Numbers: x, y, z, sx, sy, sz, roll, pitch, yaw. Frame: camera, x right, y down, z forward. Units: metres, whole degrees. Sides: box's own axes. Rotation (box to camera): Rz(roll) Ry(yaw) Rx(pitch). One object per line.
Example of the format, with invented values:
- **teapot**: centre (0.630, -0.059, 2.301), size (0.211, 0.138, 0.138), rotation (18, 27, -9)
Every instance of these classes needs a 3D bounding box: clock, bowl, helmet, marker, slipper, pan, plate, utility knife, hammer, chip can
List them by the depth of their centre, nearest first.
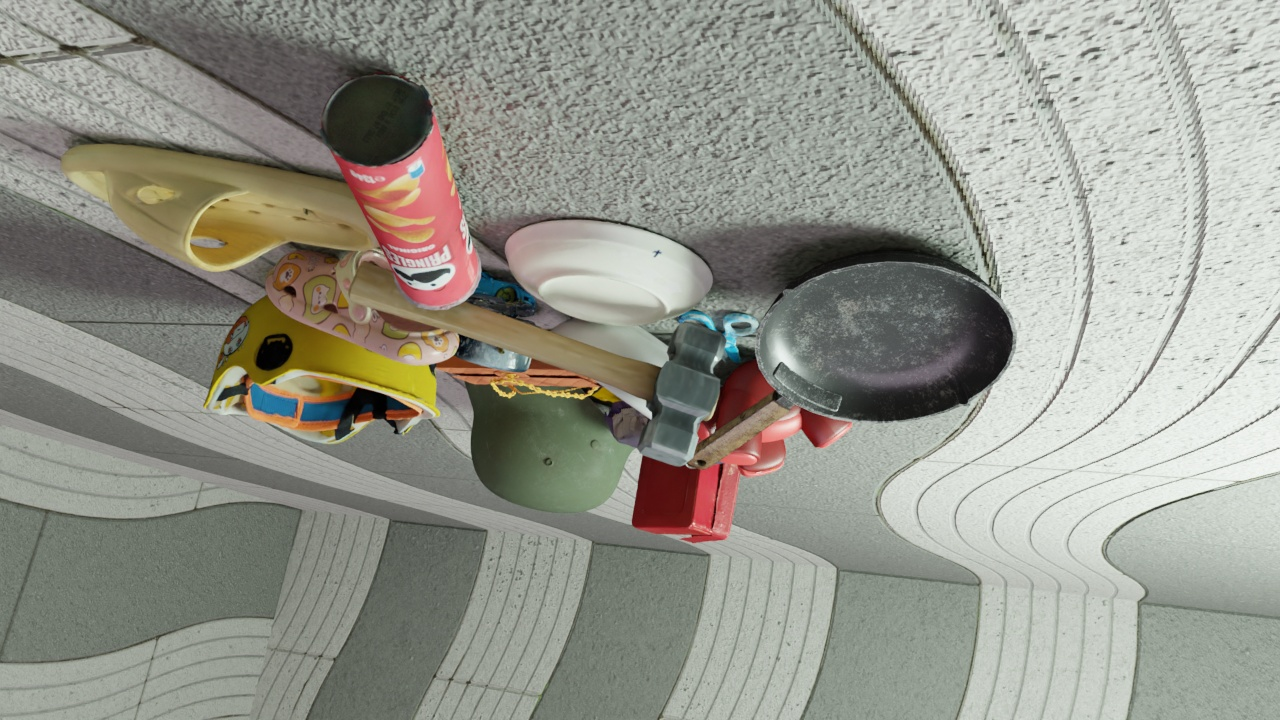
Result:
- **chip can**: centre (-0.163, -0.111, 0.656), size (0.073, 0.073, 0.233), rotation (9, 162, 0)
- **slipper**: centre (-0.332, -0.108, 0.737), size (0.261, 0.079, 0.111), rotation (7, 166, 2)
- **hammer**: centre (-0.088, -0.014, 0.785), size (0.323, 0.117, 0.051), rotation (19, 162, -4)
- **plate**: centre (-0.030, -0.066, 0.795), size (0.182, 0.034, 0.182), rotation (8, 163, 2)
- **pan**: centre (0.152, 0.016, 0.800), size (0.207, 0.040, 0.358), rotation (29, 139, -24)
- **slipper**: centre (-0.246, -0.064, 0.833), size (0.197, 0.082, 0.093), rotation (25, -156, 16)
- **bowl**: centre (-0.005, 0.005, 0.906), size (0.176, 0.066, 0.176), rotation (35, 179, 1)
- **clock**: centre (-0.157, -0.026, 0.931), size (0.129, 0.052, 0.090), rotation (20, -173, 40)
- **helmet**: centre (-0.316, -0.007, 0.953), size (0.240, 0.139, 0.209), rotation (-9, 159, 25)
- **utility knife**: centre (-0.007, 0.054, 1.187), size (0.155, 0.017, 0.031), rotation (26, 126, -40)
- **marker**: centre (-0.010, 0.062, 1.228), size (0.138, 0.016, 0.022), rotation (17, 133, -23)
- **helmet**: centre (-0.120, 0.126, 1.240), size (0.268, 0.153, 0.227), rotation (10, 164, -3)

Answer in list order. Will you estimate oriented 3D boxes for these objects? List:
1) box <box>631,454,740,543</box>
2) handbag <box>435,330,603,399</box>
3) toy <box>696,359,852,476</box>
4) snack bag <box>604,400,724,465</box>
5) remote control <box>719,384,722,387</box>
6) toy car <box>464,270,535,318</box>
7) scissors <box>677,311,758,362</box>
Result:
- **box**: centre (0.068, 0.172, 1.309), size (0.122, 0.157, 0.137), rotation (21, 158, -22)
- **handbag**: centre (-0.132, 0.010, 1.052), size (0.172, 0.060, 0.109), rotation (1, 165, 24)
- **toy**: centre (0.123, 0.067, 1.014), size (0.158, 0.120, 0.197), rotation (-14, 173, -17)
- **snack bag**: centre (0.061, 0.095, 1.173), size (0.205, 0.058, 0.097), rotation (19, 159, -35)
- **remote control**: centre (0.073, 0.048, 1.143), size (0.043, 0.013, 0.137), rotation (10, 163, -4)
- **toy car**: centre (-0.149, -0.065, 0.858), size (0.105, 0.032, 0.048), rotation (11, 162, -4)
- **scissors**: centre (0.077, -0.022, 0.926), size (0.083, 0.015, 0.140), rotation (4, 164, 8)
